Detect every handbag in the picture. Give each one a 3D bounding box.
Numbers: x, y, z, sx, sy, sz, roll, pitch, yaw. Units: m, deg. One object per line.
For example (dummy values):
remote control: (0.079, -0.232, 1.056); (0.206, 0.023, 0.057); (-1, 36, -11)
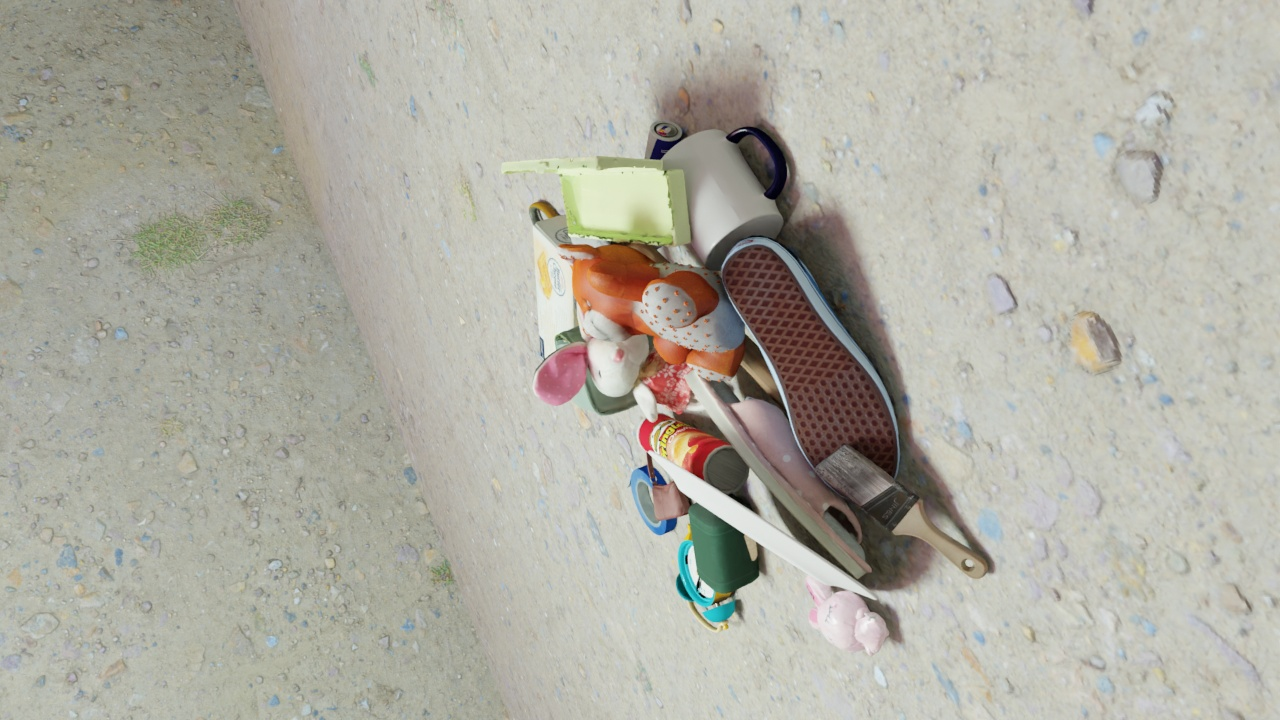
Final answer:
handbag: (0.027, 0.141, 1.164); (0.055, 0.029, 0.119); (-22, 81, 46)
handbag: (-0.026, -0.003, 1.057); (0.067, 0.121, 0.106); (9, 119, 64)

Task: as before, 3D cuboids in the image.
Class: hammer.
hammer: (0.056, -0.056, 0.913); (0.328, 0.097, 0.052); (46, 141, 27)

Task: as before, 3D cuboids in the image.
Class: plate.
plate: (0.106, 0.155, 0.842); (0.242, 0.016, 0.242); (33, 174, 4)

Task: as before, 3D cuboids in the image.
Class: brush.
brush: (0.208, 0.121, 0.728); (0.151, 0.012, 0.039); (39, 116, 15)

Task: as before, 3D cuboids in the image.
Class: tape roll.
tape roll: (0.017, 0.187, 1.228); (0.093, 0.016, 0.092); (60, 153, 22)

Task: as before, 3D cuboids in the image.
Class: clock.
clock: (0.079, 0.272, 1.136); (0.099, 0.043, 0.130); (27, 125, 56)

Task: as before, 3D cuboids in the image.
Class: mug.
mug: (0.078, -0.150, 0.800); (0.112, 0.078, 0.097); (-43, 66, 33)

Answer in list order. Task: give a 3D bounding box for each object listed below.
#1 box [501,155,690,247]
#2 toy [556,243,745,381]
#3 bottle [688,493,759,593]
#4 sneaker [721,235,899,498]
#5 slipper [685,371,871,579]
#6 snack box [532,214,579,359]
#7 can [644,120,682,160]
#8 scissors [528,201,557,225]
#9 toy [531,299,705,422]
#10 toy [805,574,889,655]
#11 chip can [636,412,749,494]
box: (-0.036, -0.157, 0.833); (0.127, 0.066, 0.188); (37, 168, -31)
toy: (0.005, -0.050, 0.826); (0.172, 0.092, 0.163); (24, 171, 33)
bottle: (0.091, 0.186, 1.022); (0.061, 0.061, 0.131); (31, 135, 58)
sneaker: (0.151, -0.001, 0.780); (0.241, 0.084, 0.098); (61, -160, -6)
slipper: (0.128, 0.086, 0.844); (0.114, 0.054, 0.274); (44, -174, -48)
snack box: (-0.085, -0.068, 1.164); (0.104, 0.057, 0.208); (45, 145, 43)
can: (0.019, -0.194, 0.926); (0.032, 0.032, 0.095); (55, 151, 31)
scissors: (-0.096, -0.142, 1.219); (0.229, 0.016, 0.226); (50, 148, 36)
toy: (-0.006, 0.006, 0.980); (0.194, 0.159, 0.084); (28, 172, -6)
toy: (0.191, 0.247, 0.882); (0.110, 0.047, 0.063); (16, 124, 70)
chip can: (0.053, 0.098, 1.007); (0.215, 0.051, 0.052); (-163, 56, -71)
